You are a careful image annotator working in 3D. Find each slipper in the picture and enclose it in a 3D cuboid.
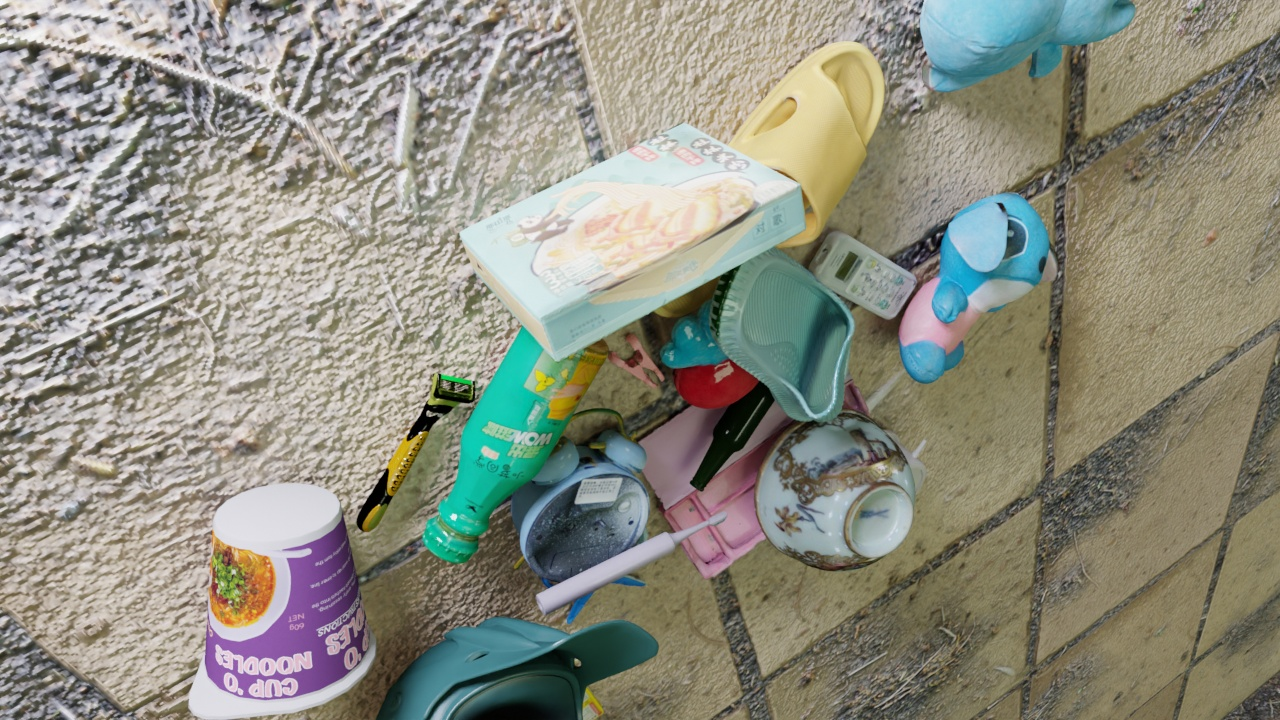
[{"bbox_3d":[0.105,-0.129,0.716,0.263,0.078,0.099,-44,134,1],"label":"slipper"},{"bbox_3d":[0.138,-0.014,0.752,0.276,0.069,0.116,30,78,-57],"label":"slipper"}]

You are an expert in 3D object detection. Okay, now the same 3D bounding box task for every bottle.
[{"bbox_3d":[0.084,0.064,0.832,0.033,0.033,0.123,32,92,-42],"label":"bottle"},{"bbox_3d":[-0.103,0.062,0.707,0.068,0.068,0.210,21,106,-40],"label":"bottle"}]

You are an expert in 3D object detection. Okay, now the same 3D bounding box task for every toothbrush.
[{"bbox_3d":[-0.003,0.172,0.800,0.187,0.018,0.019,-22,137,-21],"label":"toothbrush"}]

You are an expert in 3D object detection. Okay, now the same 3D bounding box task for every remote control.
[{"bbox_3d":[0.206,-0.079,0.852,0.133,0.022,0.050,20,106,-40],"label":"remote control"}]

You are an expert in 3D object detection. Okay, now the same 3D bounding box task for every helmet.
[{"bbox_3d":[-0.108,0.311,0.755,0.276,0.200,0.176,-25,149,37],"label":"helmet"}]

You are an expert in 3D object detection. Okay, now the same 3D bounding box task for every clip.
[{"bbox_3d":[0.001,-0.002,0.769,0.059,0.023,0.045,14,111,-33],"label":"clip"}]

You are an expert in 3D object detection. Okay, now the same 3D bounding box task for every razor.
[{"bbox_3d":[-0.176,0.072,0.697,0.144,0.021,0.044,-57,150,9],"label":"razor"}]

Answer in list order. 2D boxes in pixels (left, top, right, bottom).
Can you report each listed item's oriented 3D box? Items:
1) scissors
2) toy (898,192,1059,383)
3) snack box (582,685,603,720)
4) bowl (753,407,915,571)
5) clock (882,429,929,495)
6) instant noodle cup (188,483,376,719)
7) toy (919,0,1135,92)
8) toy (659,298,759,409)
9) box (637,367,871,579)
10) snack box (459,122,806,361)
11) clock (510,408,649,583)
[{"bbox_3d":[-0.039,0.202,0.880,0.125,0.013,0.126,25,105,-40],"label":"scissors"},{"bbox_3d":[0.326,-0.069,0.892,0.223,0.099,0.192,-1,125,-54],"label":"toy"},{"bbox_3d":[-0.116,0.379,0.933,0.152,0.025,0.075,-34,132,-11],"label":"snack box"},{"bbox_3d":[0.198,0.133,0.862,0.159,0.094,0.160,-6,105,-21],"label":"bowl"},{"bbox_3d":[0.237,0.142,0.987,0.159,0.061,0.120,-38,142,-8],"label":"clock"},{"bbox_3d":[-0.256,0.161,0.644,0.136,0.122,0.122,-25,125,-54],"label":"instant noodle cup"},{"bbox_3d":[0.309,-0.294,0.727,0.180,0.114,0.184,-10,148,-7],"label":"toy"},{"bbox_3d":[0.063,-0.008,0.771,0.092,0.062,0.133,-43,143,-6],"label":"toy"},{"bbox_3d":[0.114,0.081,0.888,0.232,0.040,0.179,-33,115,-11],"label":"box"},{"bbox_3d":[-0.008,-0.087,0.623,0.193,0.141,0.044,-29,130,-15],"label":"snack box"},{"bbox_3d":[-0.050,0.115,0.782,0.118,0.060,0.162,1,118,-34],"label":"clock"}]
